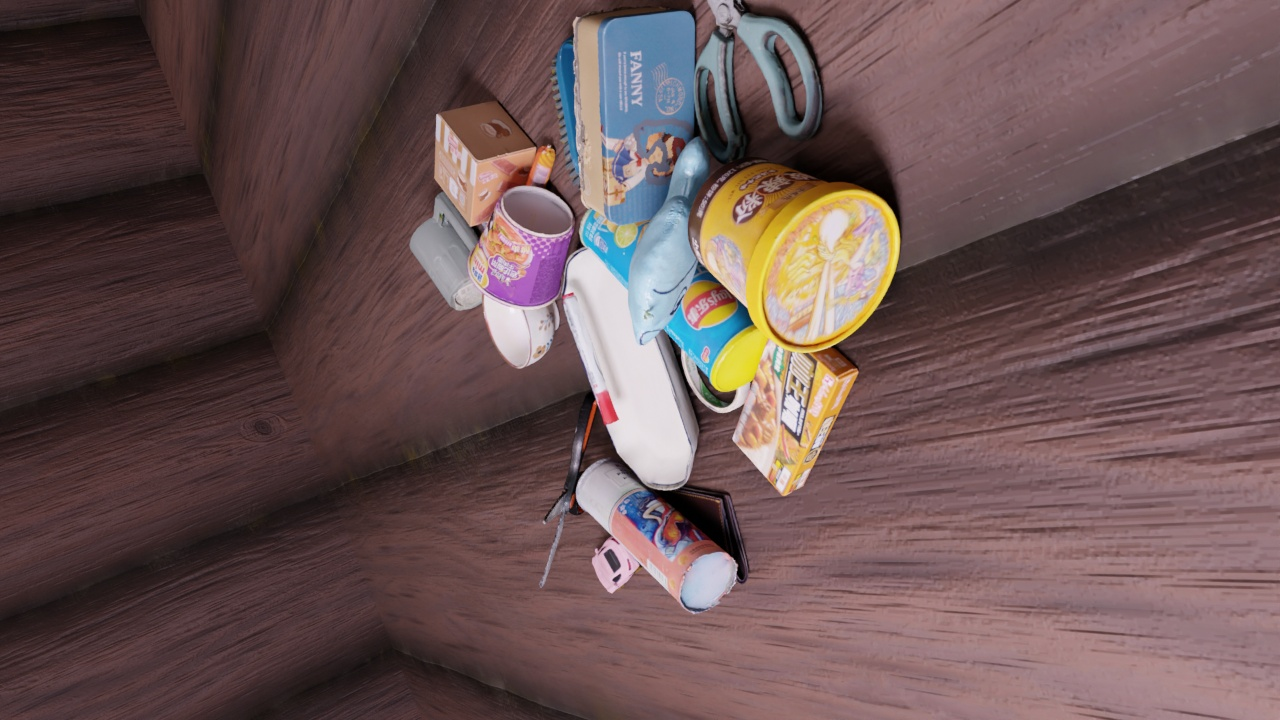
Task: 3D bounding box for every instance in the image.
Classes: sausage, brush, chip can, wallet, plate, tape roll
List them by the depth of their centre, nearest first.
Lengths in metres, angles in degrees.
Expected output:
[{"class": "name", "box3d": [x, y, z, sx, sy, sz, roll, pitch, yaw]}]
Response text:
[{"class": "chip can", "box3d": [0.031, -0.067, 0.814, 0.210, 0.071, 0.071, 49, 145, 31]}, {"class": "brush", "box3d": [-0.042, -0.226, 0.829, 0.074, 0.055, 0.144, 167, 93, -67]}, {"class": "tape roll", "box3d": [0.069, 0.006, 0.855, 0.086, 0.013, 0.086, 37, 138, 42]}, {"class": "plate", "box3d": [-0.006, 0.006, 0.955, 0.162, 0.034, 0.265, -16, 95, 60]}, {"class": "chip can", "box3d": [0.011, 0.180, 0.973, 0.215, 0.071, 0.071, 34, 136, 52]}, {"class": "wallet", "box3d": [0.064, 0.181, 0.973, 0.122, 0.020, 0.096, -1, 103, 60]}, {"class": "sausage", "box3d": [-0.121, -0.185, 1.031, 0.021, 0.021, 0.166, 58, 148, 18]}]

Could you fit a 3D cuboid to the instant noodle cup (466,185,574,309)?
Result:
[{"class": "instant noodle cup", "box3d": [-0.126, -0.128, 0.998, 0.111, 0.111, 0.099, 53, 140, 24]}]

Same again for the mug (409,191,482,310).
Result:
[{"class": "mug", "box3d": [-0.235, -0.140, 1.182, 0.103, 0.083, 0.124, 54, 150, 19]}]

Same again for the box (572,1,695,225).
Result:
[{"class": "box", "box3d": [-0.005, -0.209, 0.761, 0.062, 0.089, 0.184, 42, 143, 48]}]

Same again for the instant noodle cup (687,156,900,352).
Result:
[{"class": "instant noodle cup", "box3d": [0.102, -0.083, 0.653, 0.114, 0.118, 0.119, 46, 144, 48]}]

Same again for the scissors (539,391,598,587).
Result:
[{"class": "scissors", "box3d": [-0.082, 0.147, 1.064, 0.221, 0.022, 0.233, 67, -144, -76]}]

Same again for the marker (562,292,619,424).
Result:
[{"class": "marker", "box3d": [-0.053, -0.002, 0.974, 0.017, 0.017, 0.145, -10, 100, 60]}]

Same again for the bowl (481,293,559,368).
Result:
[{"class": "bowl", "box3d": [-0.137, -0.053, 1.102, 0.113, 0.062, 0.114, 36, 138, 41]}]

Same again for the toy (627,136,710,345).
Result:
[{"class": "toy", "box3d": [0.024, -0.091, 0.725, 0.050, 0.155, 0.162, 18, 127, 6]}]

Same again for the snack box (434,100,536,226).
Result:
[{"class": "snack box", "box3d": [-0.178, -0.224, 1.042, 0.092, 0.076, 0.095, 52, 147, 27]}]

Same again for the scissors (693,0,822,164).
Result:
[{"class": "scissors", "box3d": [0.068, -0.225, 0.703, 0.176, 0.019, 0.172, 61, 150, 9]}]

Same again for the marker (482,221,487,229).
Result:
[{"class": "marker", "box3d": [-0.200, -0.199, 1.152, 0.023, 0.018, 0.131, 2, 111, 49]}]

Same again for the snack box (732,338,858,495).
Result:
[{"class": "snack box", "box3d": [0.126, 0.040, 0.773, 0.075, 0.026, 0.154, 48, 144, 30]}]

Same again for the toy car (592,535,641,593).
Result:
[{"class": "toy car", "box3d": [-0.035, 0.260, 1.166, 0.056, 0.037, 0.123, 59, 150, 19]}]
